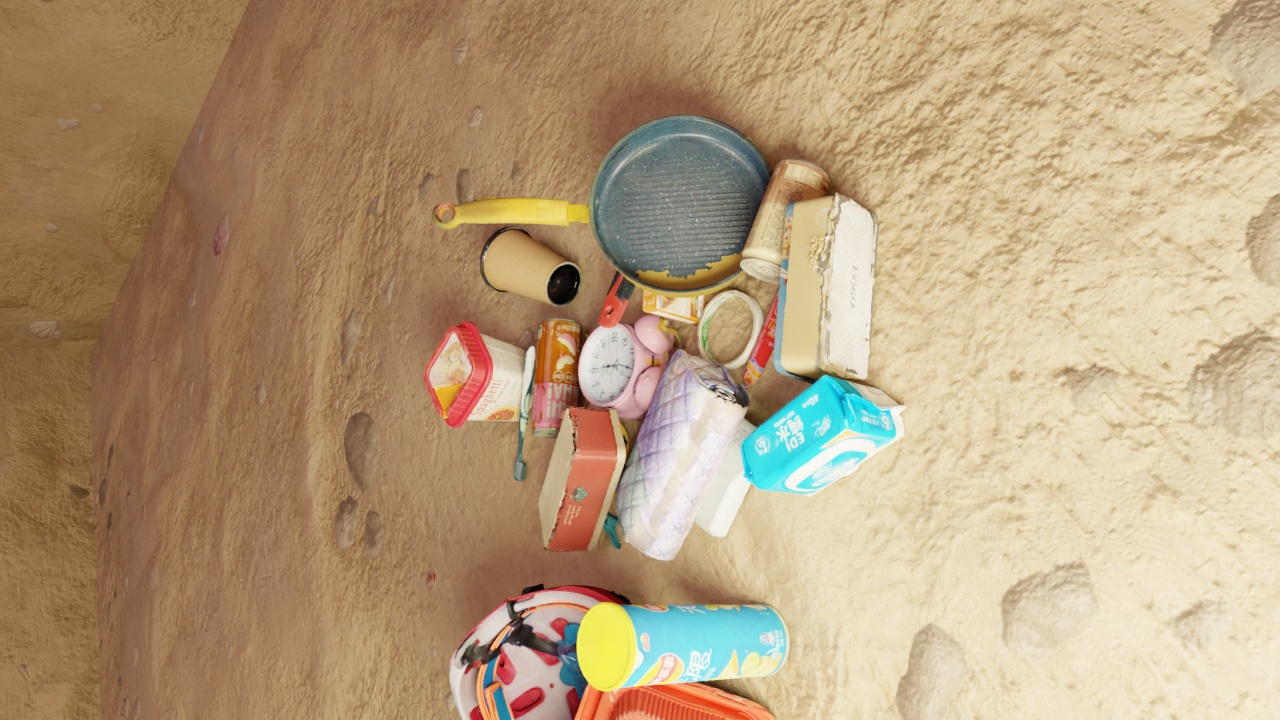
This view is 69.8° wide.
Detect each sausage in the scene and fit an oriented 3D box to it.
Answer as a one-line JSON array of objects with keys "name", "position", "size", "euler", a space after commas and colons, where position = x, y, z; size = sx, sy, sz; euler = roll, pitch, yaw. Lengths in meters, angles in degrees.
[{"name": "sausage", "position": [0.139, -0.040, 0.946], "size": [0.020, 0.020, 0.156], "euler": [32, 104, 47]}]

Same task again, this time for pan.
[{"name": "pan", "position": [-0.036, -0.159, 0.968], "size": [0.357, 0.078, 0.197], "euler": [-5, 78, 4]}]

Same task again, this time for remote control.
[{"name": "remote control", "position": [0.091, 0.120, 0.954], "size": [0.049, 0.024, 0.125], "euler": [35, 106, 46]}]

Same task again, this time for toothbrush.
[{"name": "toothbrush", "position": [-0.149, 0.073, 1.201], "size": [0.018, 0.016, 0.192], "euler": [23, 113, 38]}]

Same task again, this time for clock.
[{"name": "clock", "position": [-0.006, 0.006, 1.062], "size": [0.159, 0.059, 0.117], "euler": [-10, 73, 43]}]

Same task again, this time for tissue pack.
[{"name": "tissue pack", "position": [0.165, 0.072, 0.836], "size": [0.140, 0.090, 0.063], "euler": [-42, 52, 33]}]

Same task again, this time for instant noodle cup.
[{"name": "instant noodle cup", "position": [-0.204, 0.024, 1.223], "size": [0.117, 0.124, 0.116], "euler": [-54, 46, 24]}, {"name": "instant noodle cup", "position": [0.019, 0.381, 0.857], "size": [0.189, 0.079, 0.164], "euler": [17, 95, 4]}]

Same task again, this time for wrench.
[{"name": "wrench", "position": [0.006, -0.163, 1.082], "size": [0.056, 0.016, 0.273], "euler": [5, 71, 42]}]

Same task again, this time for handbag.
[{"name": "handbag", "position": [0.042, 0.093, 0.951], "size": [0.134, 0.075, 0.194], "euler": [-105, 35, -67]}]

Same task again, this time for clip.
[{"name": "clip", "position": [-0.033, 0.193, 1.078], "size": [0.054, 0.013, 0.033], "euler": [41, 110, 42]}]

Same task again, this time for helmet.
[{"name": "helmet", "position": [-0.071, 0.336, 0.985], "size": [0.240, 0.143, 0.207], "euler": [-37, 78, 15]}]

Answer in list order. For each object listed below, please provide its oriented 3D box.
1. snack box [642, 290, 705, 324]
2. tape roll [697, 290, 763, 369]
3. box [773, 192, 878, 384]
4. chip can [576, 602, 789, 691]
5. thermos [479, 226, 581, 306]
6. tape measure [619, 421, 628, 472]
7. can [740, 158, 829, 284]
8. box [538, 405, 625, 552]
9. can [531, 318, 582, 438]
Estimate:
[{"name": "snack box", "position": [0.041, -0.122, 1.031], "size": [0.026, 0.075, 0.153], "euler": [-10, 73, 47]}, {"name": "tape roll", "position": [0.097, -0.033, 0.994], "size": [0.086, 0.013, 0.085], "euler": [-15, 69, 45]}, {"name": "box", "position": [0.175, -0.059, 0.860], "size": [0.060, 0.089, 0.184], "euler": [0, 76, 43]}, {"name": "chip can", "position": [0.045, 0.256, 0.831], "size": [0.071, 0.210, 0.071], "euler": [-15, 69, 45]}, {"name": "thermos", "position": [-0.148, -0.122, 1.233], "size": [0.143, 0.093, 0.093], "euler": [27, 100, 39]}, {"name": "tape measure", "position": [-0.035, 0.095, 1.089], "size": [0.060, 0.028, 0.057], "euler": [31, 125, 45]}, {"name": "can", "position": [0.144, -0.139, 0.917], "size": [0.059, 0.058, 0.116], "euler": [9, 73, 48]}, {"name": "box", "position": [-0.077, 0.135, 1.046], "size": [0.091, 0.076, 0.169], "euler": [-105, 27, -49]}, {"name": "can", "position": [-0.106, 0.023, 1.167], "size": [0.058, 0.057, 0.147], "euler": [-10, 73, 46]}]
